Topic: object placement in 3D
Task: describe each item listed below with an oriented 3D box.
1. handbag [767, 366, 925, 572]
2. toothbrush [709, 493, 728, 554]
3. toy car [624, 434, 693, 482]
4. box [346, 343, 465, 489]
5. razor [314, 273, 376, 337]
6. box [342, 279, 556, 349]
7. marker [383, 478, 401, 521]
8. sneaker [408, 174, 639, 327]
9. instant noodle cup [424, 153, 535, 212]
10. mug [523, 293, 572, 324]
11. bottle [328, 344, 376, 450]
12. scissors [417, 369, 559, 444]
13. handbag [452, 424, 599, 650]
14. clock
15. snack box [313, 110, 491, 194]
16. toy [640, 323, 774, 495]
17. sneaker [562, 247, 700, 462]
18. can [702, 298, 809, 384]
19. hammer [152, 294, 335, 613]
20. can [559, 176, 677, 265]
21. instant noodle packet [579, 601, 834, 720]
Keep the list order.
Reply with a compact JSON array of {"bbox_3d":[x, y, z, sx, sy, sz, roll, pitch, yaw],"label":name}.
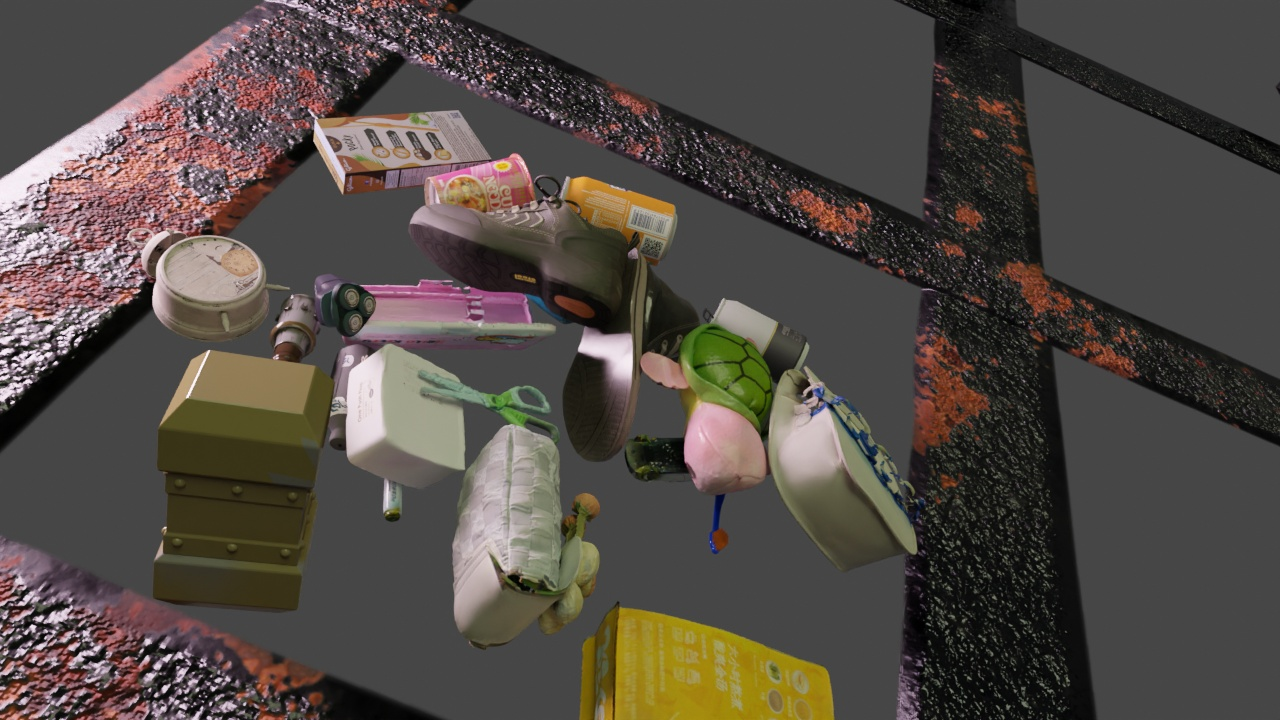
[{"bbox_3d":[0.208,0.094,0.923,0.200,0.093,0.199,48,29,-33],"label":"handbag"},{"bbox_3d":[0.086,0.122,0.950,0.016,0.018,0.182,37,40,-24],"label":"toothbrush"},{"bbox_3d":[0.033,0.102,0.934,0.105,0.033,0.048,2,47,-18],"label":"toy car"},{"bbox_3d":[-0.216,0.057,0.830,0.102,0.076,0.107,33,39,-46],"label":"box"},{"bbox_3d":[-0.281,-0.058,0.848,0.052,0.047,0.143,-11,18,-27],"label":"razor"},{"bbox_3d":[-0.200,-0.033,0.936,0.201,0.073,0.150,0,23,-24],"label":"box"},{"bbox_3d":[-0.228,0.083,0.849,0.017,0.017,0.146,5,48,-20],"label":"marker"},{"bbox_3d":[-0.110,-0.140,0.943,0.238,0.101,0.142,21,64,10],"label":"sneaker"},{"bbox_3d":[-0.188,-0.184,1.065,0.108,0.098,0.097,-14,56,-24],"label":"instant noodle cup"},{"bbox_3d":[-0.090,-0.098,1.041,0.104,0.085,0.112,47,19,15],"label":"mug"},{"bbox_3d":[-0.269,0.034,0.854,0.047,0.047,0.112,11,46,-15],"label":"bottle"},{"bbox_3d":[-0.140,0.045,0.870,0.175,0.033,0.078,15,47,-47],"label":"scissors"},{"bbox_3d":[-0.094,0.146,0.786,0.123,0.113,0.171,15,44,-23],"label":"handbag"},{"bbox_3d":[-0.429,-0.087,0.885,0.157,0.061,0.103,34,45,5],"label":"clock"},{"bbox_3d":[-0.290,-0.258,1.126,0.185,0.032,0.101,-14,57,-33],"label":"snack box"},{"bbox_3d":[0.086,0.040,0.927,0.190,0.088,0.237,45,33,-19],"label":"toy"},{"bbox_3d":[-0.006,0.006,0.969,0.120,0.095,0.234,33,51,-43],"label":"sneaker"},{"bbox_3d":[0.128,-0.025,1.070,0.127,0.064,0.064,27,44,2],"label":"can"},{"bbox_3d":[-0.311,0.031,0.779,0.100,0.191,0.324,9,29,-16],"label":"hammer"},{"bbox_3d":[-0.031,-0.172,1.126,0.142,0.079,0.079,16,45,-10],"label":"can"},{"bbox_3d":[0.064,0.304,0.739,0.221,0.084,0.162,17,44,-17],"label":"instant noodle packet"}]
